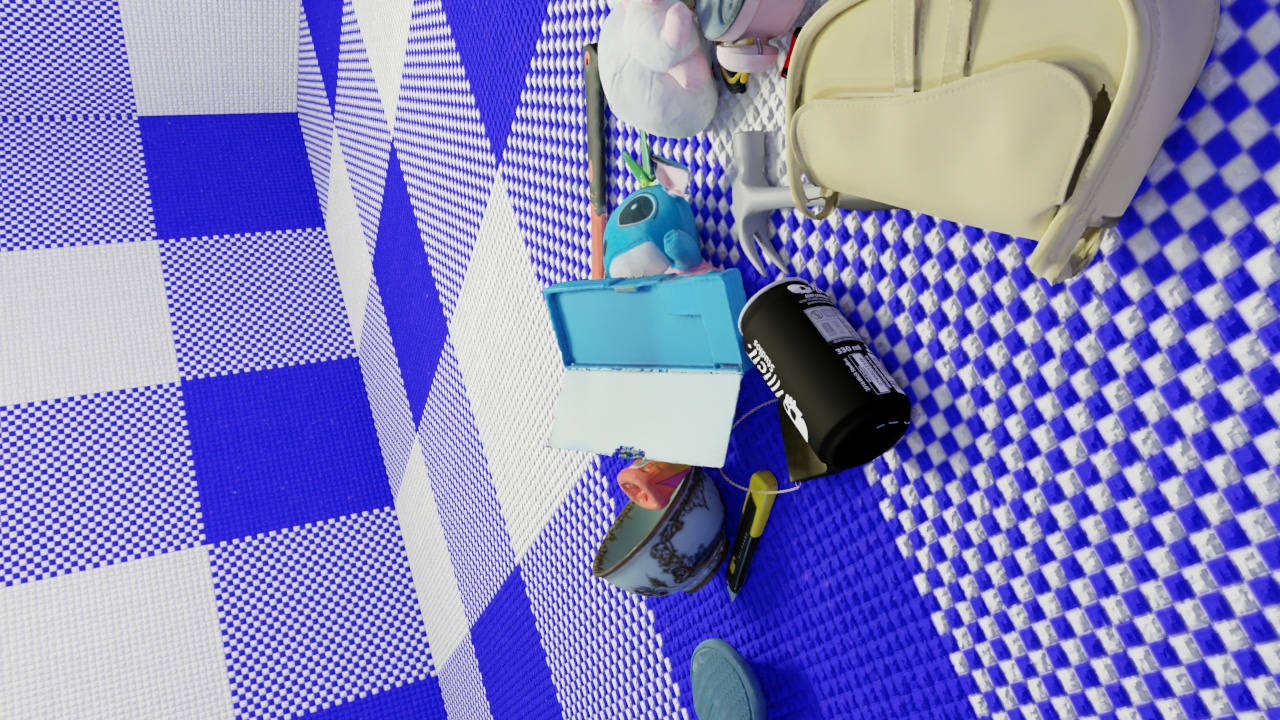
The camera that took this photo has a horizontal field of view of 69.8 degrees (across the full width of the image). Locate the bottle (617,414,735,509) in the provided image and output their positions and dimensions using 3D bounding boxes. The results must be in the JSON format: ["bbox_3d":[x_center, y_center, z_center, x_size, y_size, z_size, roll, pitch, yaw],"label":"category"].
[{"bbox_3d":[0.039,0.083,0.899,0.048,0.134,0.072,48,156,-13],"label":"bottle"}]

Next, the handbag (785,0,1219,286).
[{"bbox_3d":[0.182,-0.150,0.530,0.233,0.088,0.191,26,123,44],"label":"handbag"}]

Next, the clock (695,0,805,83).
[{"bbox_3d":[0.086,-0.299,0.737,0.158,0.058,0.116,109,155,-45],"label":"clock"}]

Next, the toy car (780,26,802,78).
[{"bbox_3d":[0.142,-0.232,0.703,0.089,0.025,0.038,31,108,52],"label":"toy car"}]

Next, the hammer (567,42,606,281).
[{"bbox_3d":[-0.051,-0.205,1.099,0.133,0.033,0.333,28,122,59],"label":"hammer"}]

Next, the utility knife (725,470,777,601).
[{"bbox_3d":[0.107,0.180,0.920,0.028,0.020,0.175,-126,35,-45],"label":"utility knife"}]

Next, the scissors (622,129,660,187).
[{"bbox_3d":[0.011,-0.192,0.996,0.123,0.011,0.127,16,114,60],"label":"scissors"}]

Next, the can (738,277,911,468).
[{"bbox_3d":[0.142,0.008,0.722,0.146,0.080,0.080,60,147,36],"label":"can"}]

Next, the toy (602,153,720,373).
[{"bbox_3d":[0.031,-0.092,0.898,0.191,0.098,0.225,60,149,24],"label":"toy"}]

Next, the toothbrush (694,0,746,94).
[{"bbox_3d":[0.049,-0.321,0.807,0.014,0.017,0.188,-9,109,61],"label":"toothbrush"}]

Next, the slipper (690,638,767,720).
[{"bbox_3d":[0.098,0.354,0.953,0.103,0.059,0.214,52,156,32],"label":"slipper"}]

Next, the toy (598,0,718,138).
[{"bbox_3d":[0.016,-0.276,0.824,0.139,0.101,0.180,56,170,8],"label":"toy"}]

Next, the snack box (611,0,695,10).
[{"bbox_3d":[0.020,-0.405,0.869,0.194,0.044,0.141,-31,71,62],"label":"snack box"}]

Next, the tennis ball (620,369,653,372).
[{"bbox_3d":[-0.002,0.037,1.037,0.065,0.065,0.065,31,126,57],"label":"tennis ball"}]

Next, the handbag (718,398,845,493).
[{"bbox_3d":[0.120,0.080,0.840,0.178,0.027,0.084,-31,63,59],"label":"handbag"}]

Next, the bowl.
[{"bbox_3d":[0.035,0.186,0.955,0.094,0.159,0.160,40,152,-8],"label":"bowl"}]

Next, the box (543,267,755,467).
[{"bbox_3d":[0.004,0.005,0.867,0.244,0.059,0.175,1,92,46],"label":"box"}]

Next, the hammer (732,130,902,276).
[{"bbox_3d":[0.164,-0.125,0.694,0.311,0.029,0.125,13,109,61],"label":"hammer"}]
